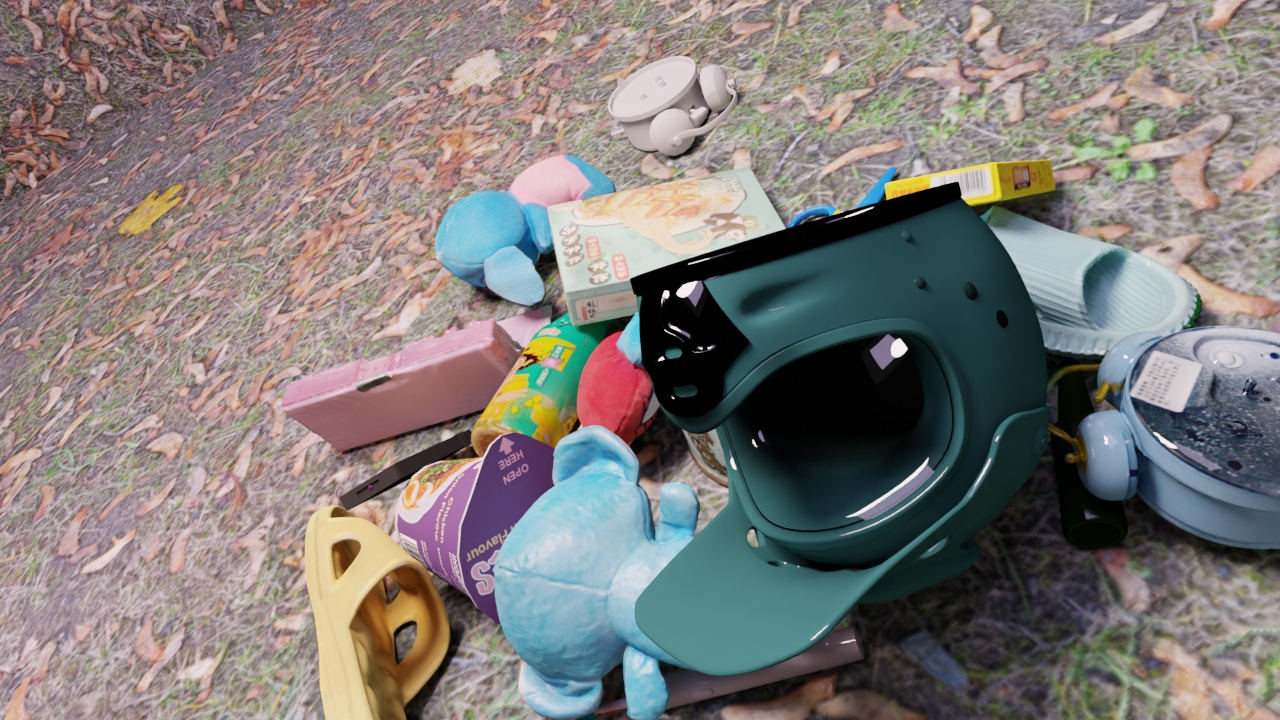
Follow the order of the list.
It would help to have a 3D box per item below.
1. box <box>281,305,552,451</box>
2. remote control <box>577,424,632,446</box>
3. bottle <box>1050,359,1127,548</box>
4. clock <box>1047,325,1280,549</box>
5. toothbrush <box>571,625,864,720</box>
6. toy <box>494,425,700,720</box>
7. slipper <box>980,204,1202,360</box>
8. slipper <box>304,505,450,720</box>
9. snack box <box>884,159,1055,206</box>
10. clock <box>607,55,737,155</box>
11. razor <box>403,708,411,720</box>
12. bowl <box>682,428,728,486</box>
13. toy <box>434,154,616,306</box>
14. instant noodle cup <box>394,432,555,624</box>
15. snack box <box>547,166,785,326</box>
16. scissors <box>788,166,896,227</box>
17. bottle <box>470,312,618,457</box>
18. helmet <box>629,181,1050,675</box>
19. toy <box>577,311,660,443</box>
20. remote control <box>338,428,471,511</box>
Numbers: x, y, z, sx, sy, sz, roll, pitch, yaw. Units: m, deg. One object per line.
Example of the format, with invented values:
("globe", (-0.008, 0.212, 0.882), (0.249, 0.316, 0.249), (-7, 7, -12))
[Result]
("box", (-0.205, -0.003, 0.857), (0.233, 0.106, 0.115), (-18, 51, 21))
("remote control", (-0.021, 0.052, 0.730), (0.050, 0.022, 0.133), (8, 55, 40))
("bottle", (0.258, 0.049, 0.537), (0.033, 0.033, 0.122), (-10, 44, 26))
("clock", (0.294, 0.034, 0.480), (0.162, 0.060, 0.117), (21, 51, 31))
("toothbrush", (0.041, 0.193, 0.550), (0.188, 0.018, 0.019), (-20, 40, 16))
("toy", (-0.003, 0.136, 0.563), (0.181, 0.114, 0.183), (5, 80, 28))
("slipper", (0.231, -0.068, 0.630), (0.277, 0.069, 0.115), (14, 41, 41))
("slipper", (-0.174, 0.186, 0.635), (0.078, 0.099, 0.263), (-23, 30, -9))
("snack box", (0.239, -0.124, 0.656), (0.075, 0.025, 0.151), (-5, 8, 37))
("clock", (0.035, -0.278, 0.996), (0.159, 0.061, 0.119), (21, 63, 46))
("razor", (-0.135, 0.266, 0.597), (0.044, 0.021, 0.144), (-48, 39, -17))
("bowl", (0.086, 0.001, 0.653), (0.160, 0.094, 0.159), (-19, 42, 18))
("toy", (-0.115, -0.139, 0.930), (0.191, 0.099, 0.224), (-34, 31, -9))
("instant noodle cup", (-0.114, 0.112, 0.662), (0.122, 0.137, 0.121), (1, 23, 47))
("snack box", (0.023, -0.102, 0.799), (0.193, 0.044, 0.141), (-11, 40, -4))
("scissors", (0.184, -0.116, 0.769), (0.125, 0.016, 0.123), (-17, 47, 19))
("bottle", (-0.065, 0.003, 0.774), (0.068, 0.068, 0.209), (-3, 42, 32))
("helmet", (0.103, 0.029, 0.480), (0.177, 0.200, 0.274), (-9, 9, 46))
("toy", (-0.004, 0.004, 0.677), (0.133, 0.062, 0.092), (-57, 22, 22))
("remote control", (-0.185, 0.086, 0.745), (0.058, 0.013, 0.133), (-31, -1, 16))
